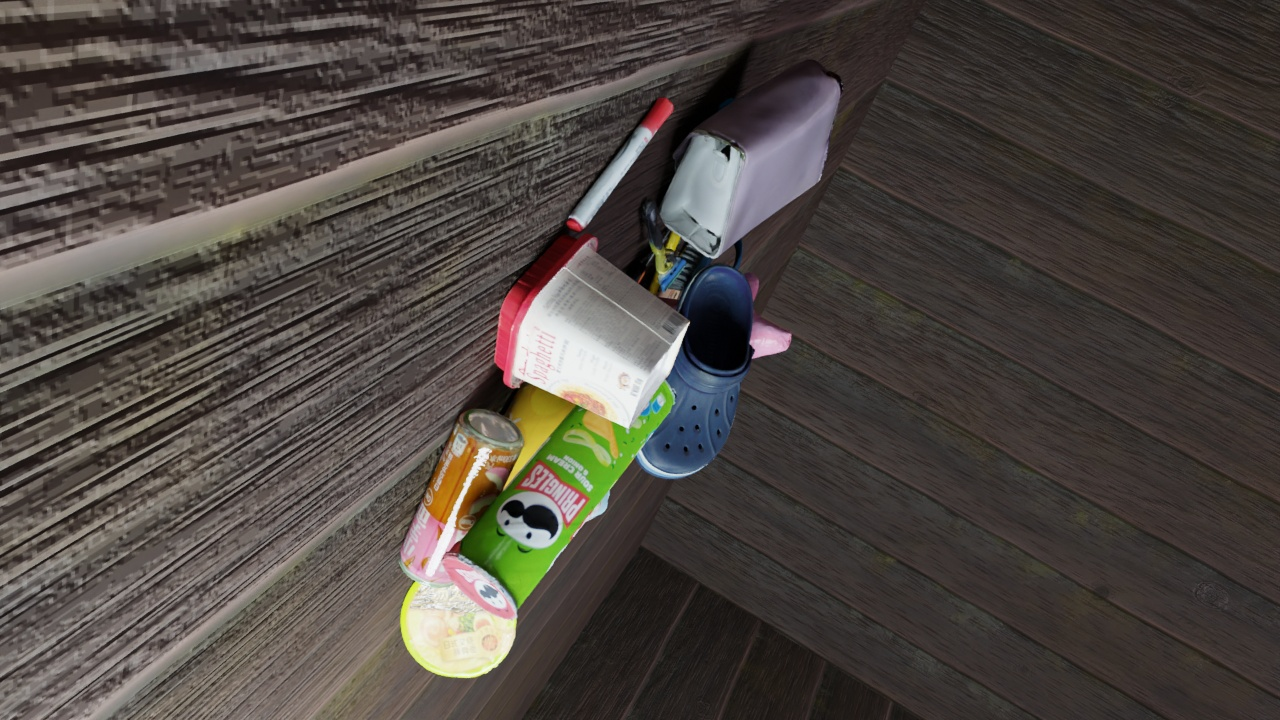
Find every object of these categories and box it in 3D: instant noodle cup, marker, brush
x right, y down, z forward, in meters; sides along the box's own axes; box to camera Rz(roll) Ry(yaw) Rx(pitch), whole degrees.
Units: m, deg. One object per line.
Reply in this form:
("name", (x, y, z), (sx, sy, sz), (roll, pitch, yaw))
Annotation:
("instant noodle cup", (-0.037, -0.019, 0.734), (0.116, 0.124, 0.117), (-52, 168, -36))
("marker", (-0.016, -0.160, 0.746), (0.145, 0.017, 0.017), (-56, 170, -22))
("instant noodle cup", (-0.170, 0.247, 0.931), (0.111, 0.111, 0.123), (-60, 178, 2))
("brush", (0.086, -0.127, 1.116), (0.143, 0.073, 0.055), (-61, 175, -39))

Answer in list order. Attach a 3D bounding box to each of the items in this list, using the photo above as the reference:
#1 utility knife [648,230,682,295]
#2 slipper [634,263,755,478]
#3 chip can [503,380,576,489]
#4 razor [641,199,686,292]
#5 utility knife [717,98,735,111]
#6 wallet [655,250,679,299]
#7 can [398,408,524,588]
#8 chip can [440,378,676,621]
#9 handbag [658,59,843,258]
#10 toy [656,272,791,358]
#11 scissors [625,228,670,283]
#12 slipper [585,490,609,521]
("utility knife", (0.035, -0.130, 1.102), (0.033, 0.015, 0.157), (-72, -176, -48))
("slipper", (0.073, 0.010, 1.004), (0.095, 0.105, 0.252), (147, -38, -71))
("chip can", (-0.089, 0.055, 0.846), (0.213, 0.072, 0.072), (-60, 171, 1))
("razor", (0.018, -0.125, 0.966), (0.042, 0.022, 0.143), (-54, 155, -15))
("utility knife", (0.086, -0.224, 1.082), (0.034, 0.018, 0.226), (-48, 166, -25))
("wallet", (0.035, -0.089, 1.220), (0.115, 0.024, 0.087), (-63, 172, 9))
("can", (-0.148, 0.114, 0.756), (0.147, 0.058, 0.057), (-63, 170, 19))
("chip can", (-0.061, 0.096, 0.751), (0.235, 0.072, 0.072), (-51, 167, -33))
("handbag", (0.119, -0.217, 0.959), (0.196, 0.098, 0.145), (-39, 163, -34))
("toy", (0.086, -0.020, 1.105), (0.074, 0.195, 0.178), (50, 35, -54))
("scissors", (-0.019, -0.078, 1.001), (0.153, 0.022, 0.234), (-58, 178, 20))
("slipper", (-0.075, 0.124, 0.978), (0.244, 0.104, 0.074), (-43, 137, -53))
